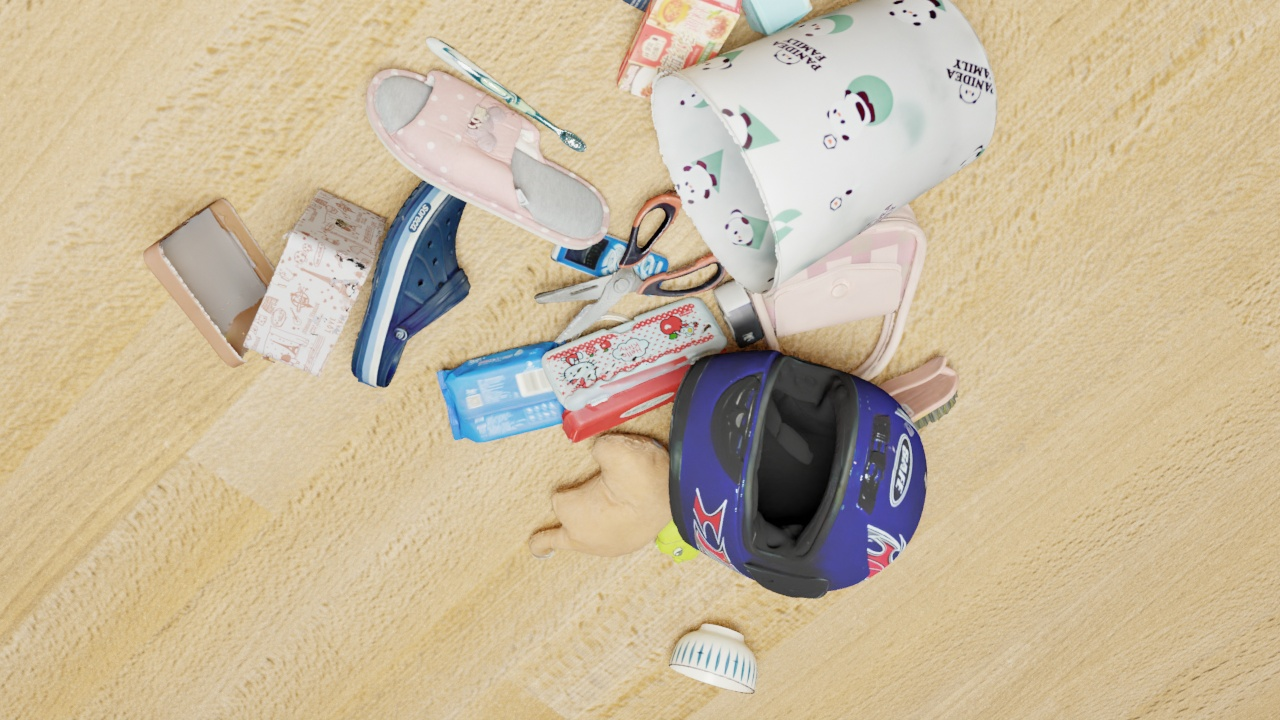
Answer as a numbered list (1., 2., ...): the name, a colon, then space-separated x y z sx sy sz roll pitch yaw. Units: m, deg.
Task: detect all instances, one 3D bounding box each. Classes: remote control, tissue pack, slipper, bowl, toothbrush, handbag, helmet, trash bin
1. remote control: -0.033 -0.113 1.009 0.125 0.024 0.049 20 110 -15
2. tissue pack: -0.148 0.036 1.048 0.157 0.052 0.095 -14 112 0
3. slipper: -0.231 -0.074 0.962 0.095 0.105 0.253 23 111 -10
4. slipper: -0.143 -0.203 0.917 0.274 0.114 0.055 31 146 -20
5. bowl: 0.101 0.388 1.208 0.116 0.117 0.066 25 65 -16
6. toothbrush: -0.134 -0.268 0.934 0.191 0.018 0.016 32 106 -18
7. handbag: 0.215 -0.062 1.032 0.193 0.093 0.234 -11 122 0
8. helmet: 0.174 0.116 0.957 0.241 0.246 0.315 7 160 17
9. trash bin: 0.173 -0.217 0.868 0.251 0.229 0.230 -29 114 -8

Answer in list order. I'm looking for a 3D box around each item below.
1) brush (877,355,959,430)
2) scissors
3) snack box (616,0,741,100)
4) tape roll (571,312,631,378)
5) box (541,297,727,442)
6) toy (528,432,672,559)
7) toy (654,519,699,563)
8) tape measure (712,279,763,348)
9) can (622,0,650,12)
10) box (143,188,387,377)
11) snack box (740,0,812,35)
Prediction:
1. brush: 0.312 0.052 1.094 0.146 0.063 0.073 -33 123 8
2. scissors: -0.003 -0.096 0.994 0.189 0.015 0.226 19 108 -22
3. snack box: 0.033 -0.302 0.877 0.075 0.153 0.025 15 67 -13
4. tape roll: -0.037 -0.014 1.057 0.086 0.014 0.086 -2 113 -5
5. box: -0.007 0.004 1.028 0.201 0.095 0.101 -22 76 -15
6. toy: -0.041 0.186 1.114 0.143 0.082 0.226 35 109 -13
7. toy: 0.062 0.209 1.156 0.100 0.031 0.097 -18 114 -3
8. tape measure: 0.106 -0.056 1.020 0.033 0.065 0.066 -25 125 1
9. can: 0.009 -0.371 0.871 0.111 0.075 0.075 23 109 -14
10. box: -0.371 -0.094 0.902 0.184 0.182 0.154 26 108 -19
11. snack box: 0.097 -0.398 0.868 0.052 0.074 0.175 -30 113 6
